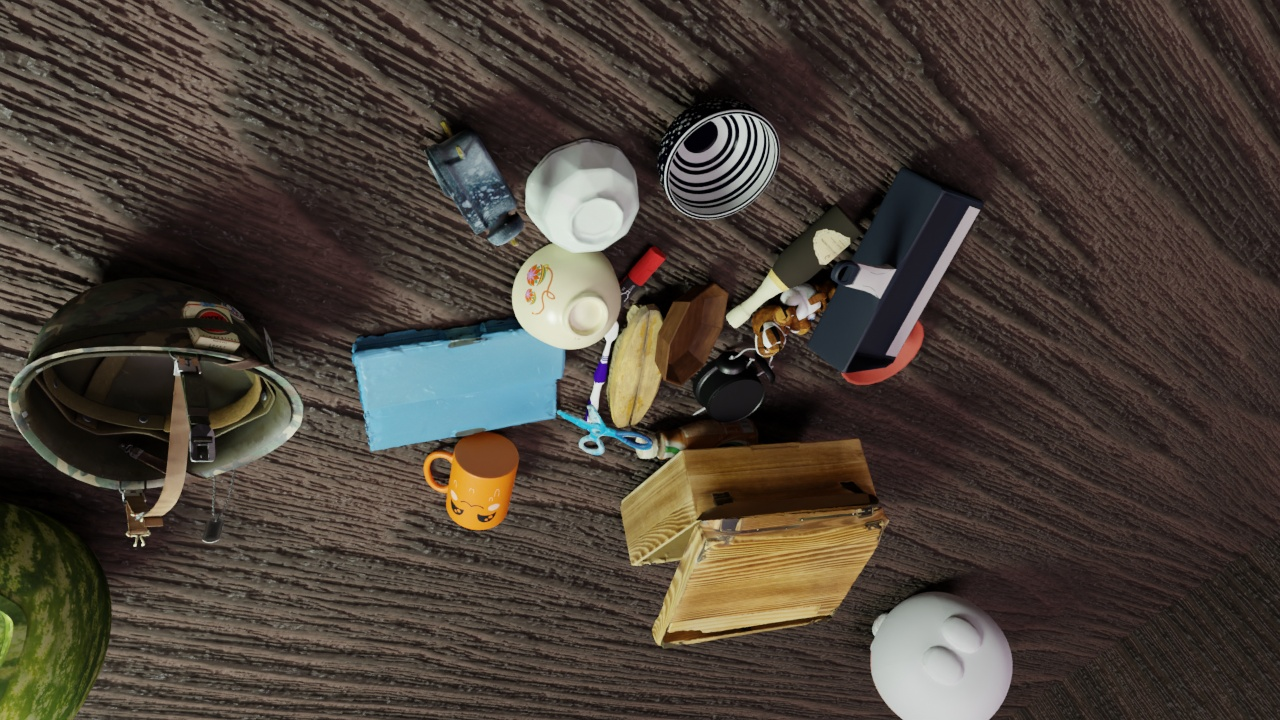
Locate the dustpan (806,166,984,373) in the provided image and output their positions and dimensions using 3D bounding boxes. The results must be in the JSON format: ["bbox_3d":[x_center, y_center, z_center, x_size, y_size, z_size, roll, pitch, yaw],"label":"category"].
[{"bbox_3d":[0.292,-0.094,1.062,0.272,0.080,0.237,9,115,-37],"label":"dustpan"}]

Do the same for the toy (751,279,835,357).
[{"bbox_3d":[0.186,-0.056,1.111,0.112,0.067,0.087,-25,174,-3],"label":"toy"}]

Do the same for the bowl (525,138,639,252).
[{"bbox_3d":[-0.052,-0.153,0.910,0.117,0.061,0.118,-13,135,-13],"label":"bowl"}]

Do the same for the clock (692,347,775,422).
[{"bbox_3d":[0.122,0.029,1.183,0.091,0.042,0.121,13,125,-34],"label":"clock"}]

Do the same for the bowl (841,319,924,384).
[{"bbox_3d":[0.315,-0.023,1.227,0.122,0.035,0.122,-13,136,-13],"label":"bowl"}]

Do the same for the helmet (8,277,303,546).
[{"bbox_3d":[-0.410,0.039,0.798,0.224,0.235,0.193,21,126,-26],"label":"helmet"}]

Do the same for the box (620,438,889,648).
[{"bbox_3d":[0.159,0.240,1.227,0.278,0.220,0.259,0,153,-23],"label":"box"}]

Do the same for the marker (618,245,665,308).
[{"bbox_3d":[-0.026,-0.069,1.032,0.145,0.021,0.023,-47,156,22],"label":"marker"}]

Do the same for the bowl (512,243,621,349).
[{"bbox_3d":[-0.068,-0.058,0.962,0.117,0.074,0.118,-10,118,-20],"label":"bowl"}]

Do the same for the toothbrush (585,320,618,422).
[{"bbox_3d":[-0.049,0.018,1.113,0.015,0.016,0.187,-5,136,-21],"label":"toothbrush"}]

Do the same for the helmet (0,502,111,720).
[{"bbox_3d":[-0.652,0.263,0.910,0.213,0.247,0.243,-4,176,5],"label":"helmet"}]

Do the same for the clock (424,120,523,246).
[{"bbox_3d":[-0.149,-0.154,0.843,0.052,0.090,0.129,-31,134,-3],"label":"clock"}]

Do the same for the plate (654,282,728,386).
[{"bbox_3d":[0.056,-0.034,1.064,0.131,0.025,0.131,-44,150,-35],"label":"plate"}]

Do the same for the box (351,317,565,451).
[{"bbox_3d":[-0.200,0.030,1.044,0.231,0.033,0.175,-10,137,-17],"label":"box"}]

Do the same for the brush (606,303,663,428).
[{"bbox_3d":[-0.007,0.006,1.100,0.059,0.043,0.196,-5,135,-19],"label":"brush"}]

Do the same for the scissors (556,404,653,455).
[{"bbox_3d":[-0.041,0.089,1.147,0.127,0.012,0.137,4,147,11],"label":"scissors"}]

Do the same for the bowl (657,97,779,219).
[{"bbox_3d":[0.069,-0.208,0.907,0.120,0.066,0.120,-13,136,-13],"label":"bowl"}]

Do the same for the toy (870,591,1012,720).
[{"bbox_3d":[0.577,0.593,1.803,0.262,0.266,0.281,-49,163,-21],"label":"toy"}]

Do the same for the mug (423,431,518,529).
[{"bbox_3d":[-0.211,0.143,1.126,0.112,0.077,0.096,18,129,1],"label":"mug"}]

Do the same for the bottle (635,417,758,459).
[{"bbox_3d":[0.075,0.109,1.228,0.167,0.059,0.059,-2,132,-23],"label":"bottle"}]

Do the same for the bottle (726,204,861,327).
[{"bbox_3d":[0.173,-0.104,1.073,0.185,0.045,0.045,-42,135,17],"label":"bottle"}]
